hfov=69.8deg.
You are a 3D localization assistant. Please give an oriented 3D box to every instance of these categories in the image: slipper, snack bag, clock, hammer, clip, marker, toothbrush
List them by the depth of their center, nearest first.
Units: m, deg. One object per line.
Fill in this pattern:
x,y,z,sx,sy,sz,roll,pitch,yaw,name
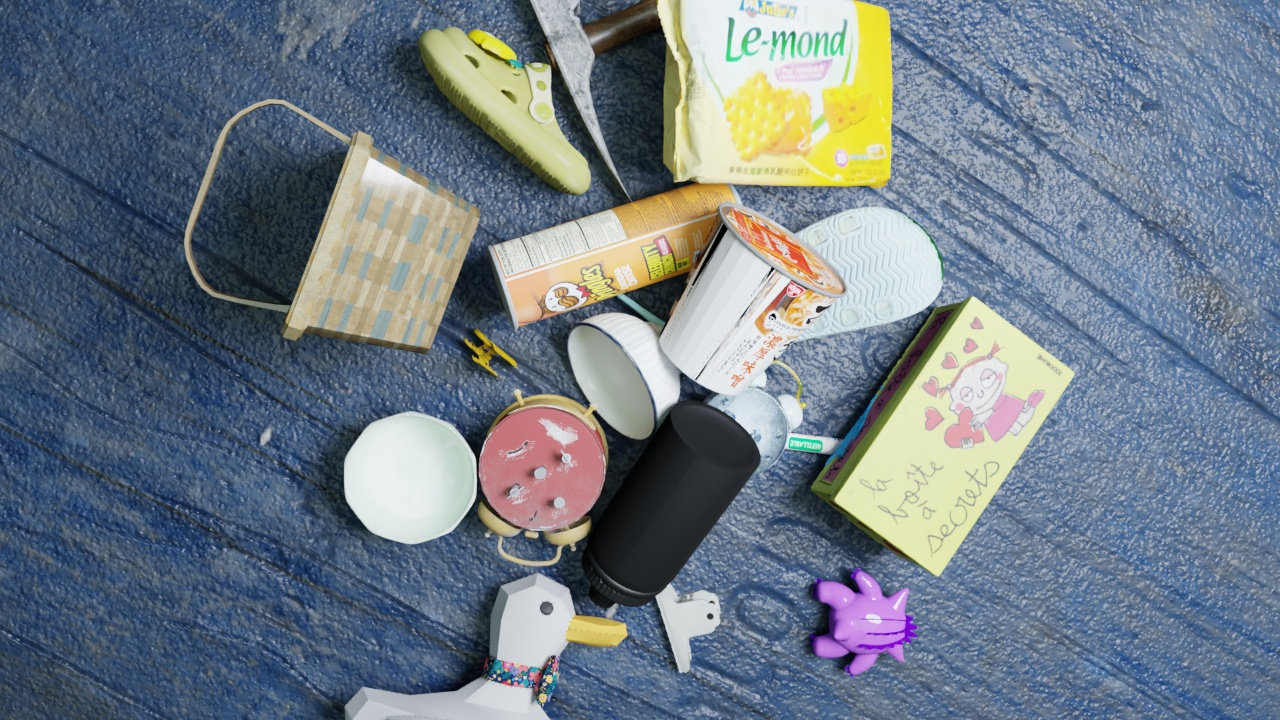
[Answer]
0.118,-0.225,0.778,0.246,0.068,0.159,-4,94,-31,snack bag
-0.105,-0.227,0.795,0.190,0.091,0.081,42,89,-8,slipper
0.070,-0.293,0.822,0.300,0.037,0.217,-24,95,-1,hammer
-0.090,0.109,0.825,0.117,0.081,0.159,10,94,-3,clock
0.024,-0.029,0.826,0.180,0.017,0.016,38,72,12,toothbrush
0.144,-0.064,0.829,0.246,0.074,0.104,-19,92,15,slipper
-0.142,-0.005,0.836,0.049,0.054,0.044,12,77,20,clip
0.100,0.052,0.841,0.083,0.057,0.117,43,92,-4,clock
0.207,0.084,0.868,0.145,0.017,0.017,7,94,-3,marker
0.049,0.241,0.878,0.056,0.046,0.102,-16,96,3,clip

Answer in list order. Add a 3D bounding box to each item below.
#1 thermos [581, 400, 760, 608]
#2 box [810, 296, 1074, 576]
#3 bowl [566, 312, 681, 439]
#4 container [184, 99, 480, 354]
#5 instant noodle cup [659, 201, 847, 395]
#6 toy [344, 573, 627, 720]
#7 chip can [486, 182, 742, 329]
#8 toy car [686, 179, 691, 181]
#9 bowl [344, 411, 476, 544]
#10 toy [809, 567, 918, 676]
0.016,0.137,0.804,0.086,0.086,0.199,29,118,-5,thermos
0.267,0.067,0.824,0.124,0.082,0.220,39,82,-4,box
-0.005,0.005,0.814,0.062,0.118,0.118,-34,96,-28,bowl
-0.245,-0.103,0.718,0.186,0.250,0.157,20,93,-20,container
0.083,-0.044,0.755,0.123,0.123,0.122,32,114,-5,instant noodle cup
-0.140,0.326,0.820,0.246,0.141,0.267,3,77,-2,toy
-0.019,-0.095,0.799,0.215,0.075,0.075,-19,95,-10,chip can
0.042,-0.199,0.795,0.038,0.027,0.090,-1,93,-16,toy car
-0.202,0.101,0.829,0.117,0.061,0.117,0,95,-2,bowl
0.211,0.249,0.863,0.088,0.056,0.106,2,96,-7,toy
